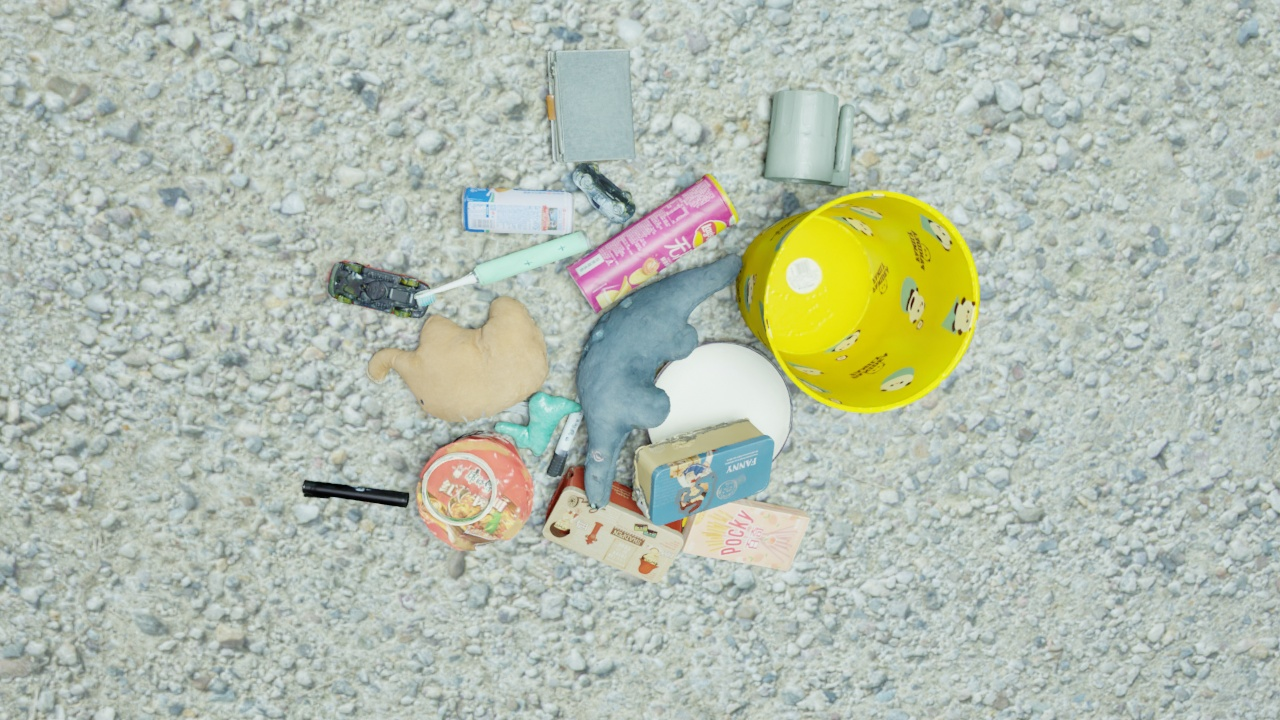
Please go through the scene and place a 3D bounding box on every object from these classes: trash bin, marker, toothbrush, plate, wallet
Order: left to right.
[{"bbox_3d":[-0.361,0.170,1.165,0.132,0.020,0.022,8,97,-7],"label":"marker"},{"bbox_3d":[-0.167,-0.112,1.116,0.224,0.026,0.027,-20,121,-11],"label":"toothbrush"},{"bbox_3d":[-0.089,0.090,1.182,0.022,0.018,0.131,19,98,-34],"label":"marker"},{"bbox_3d":[-0.061,-0.306,1.106,0.106,0.037,0.130,-6,101,-16],"label":"wallet"},{"bbox_3d":[0.099,0.067,1.185,0.192,0.039,0.192,-1,100,-6],"label":"plate"},{"bbox_3d":[0.226,-0.077,1.063,0.229,0.255,0.230,-1,99,-6],"label":"trash bin"}]

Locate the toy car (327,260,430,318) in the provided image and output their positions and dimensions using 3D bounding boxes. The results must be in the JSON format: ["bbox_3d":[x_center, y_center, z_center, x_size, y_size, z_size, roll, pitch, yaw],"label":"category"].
[{"bbox_3d":[-0.316,-0.085,1.113,0.120,0.045,0.053,15,96,-14],"label":"toy car"}]

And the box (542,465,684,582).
[{"bbox_3d":[-0.034,0.206,1.180,0.168,0.076,0.091,25,115,-8],"label":"box"}]

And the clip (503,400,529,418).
[{"bbox_3d":[-0.155,0.058,1.168,0.057,0.029,0.024,19,102,-15],"label":"clip"}]

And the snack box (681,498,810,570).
[{"bbox_3d":[0.137,0.224,1.206,0.157,0.026,0.084,13,108,-17],"label":"snack box"}]

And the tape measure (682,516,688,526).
[{"bbox_3d":[0.072,0.185,1.208,0.057,0.029,0.060,-10,114,-7],"label":"tape measure"}]

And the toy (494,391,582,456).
[{"bbox_3d":[-0.132,0.080,1.160,0.096,0.030,0.092,17,112,-17],"label":"toy"}]

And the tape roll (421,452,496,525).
[{"bbox_3d":[-0.211,0.150,1.069,0.086,0.014,0.086,-1,100,-5],"label":"tape roll"}]

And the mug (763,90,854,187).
[{"bbox_3d":[0.213,-0.270,1.126,0.123,0.084,0.103,-1,100,-33],"label":"mug"}]

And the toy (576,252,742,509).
[{"bbox_3d":[-0.007,0.007,1.125,0.138,0.091,0.356,26,86,15],"label":"toy"}]

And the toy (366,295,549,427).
[{"bbox_3d":[-0.224,0.010,1.125,0.226,0.082,0.143,-16,77,-1],"label":"toy"}]

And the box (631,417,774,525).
[{"bbox_3d":[0.081,0.131,1.111,0.184,0.059,0.090,-14,125,-22],"label":"box"}]

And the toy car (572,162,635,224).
[{"bbox_3d":[-0.046,-0.204,1.124,0.090,0.042,0.034,39,127,-15],"label":"toy car"}]

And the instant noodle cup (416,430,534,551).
[{"bbox_3d":[-0.201,0.149,1.133,0.138,0.108,0.138,-1,100,-6],"label":"instant noodle cup"}]

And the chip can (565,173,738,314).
[{"bbox_3d":[0.013,-0.142,1.125,0.210,0.071,0.071,-33,101,1],"label":"chip can"}]

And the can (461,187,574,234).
[{"bbox_3d":[-0.147,-0.180,1.110,0.134,0.053,0.053,1,99,-6],"label":"can"}]
